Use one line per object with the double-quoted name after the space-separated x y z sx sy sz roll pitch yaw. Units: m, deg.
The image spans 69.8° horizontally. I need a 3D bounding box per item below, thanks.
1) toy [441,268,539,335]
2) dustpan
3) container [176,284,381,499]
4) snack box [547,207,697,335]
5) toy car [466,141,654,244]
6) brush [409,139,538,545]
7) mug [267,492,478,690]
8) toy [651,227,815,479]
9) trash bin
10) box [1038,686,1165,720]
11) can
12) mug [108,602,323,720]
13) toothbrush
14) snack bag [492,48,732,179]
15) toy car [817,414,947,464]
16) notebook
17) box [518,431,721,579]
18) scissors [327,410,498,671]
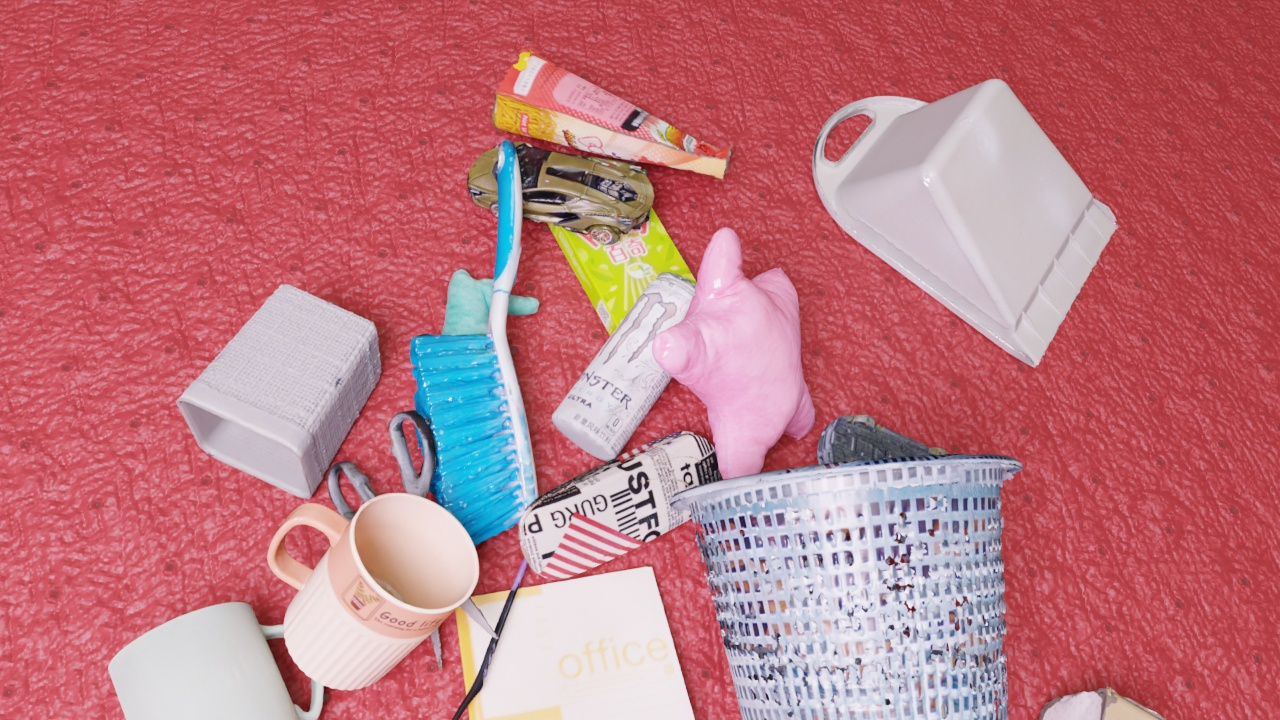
-0.130 -0.031 0.731 0.096 0.030 0.091 5 65 -11 "toy"
0.298 -0.151 0.886 0.258 0.143 0.222 50 61 -17 "dustpan"
-0.246 0.019 0.650 0.090 0.090 0.114 24 58 2 "container"
-0.018 -0.095 0.787 0.085 0.026 0.156 -20 68 -21 "snack box"
-0.067 -0.144 0.766 0.158 0.042 0.070 10 61 1 "toy car"
-0.120 -0.019 0.685 0.109 0.061 0.314 -8 78 -22 "brush"
-0.176 0.137 0.569 0.114 0.106 0.081 35 31 -14 "mug"
0.084 -0.002 0.689 0.075 0.195 0.178 -1 44 39 "toy"
0.139 0.173 0.585 0.226 0.227 0.195 -2 76 -12 "trash bin"
0.287 0.311 0.596 0.060 0.090 0.183 27 63 3 "box"
-0.004 0.004 0.704 0.058 0.058 0.146 34 73 8 "can"
-0.245 0.209 0.558 0.111 0.082 0.106 -14 63 -45 "mug"
-0.098 0.194 0.602 0.017 0.014 0.188 21 49 0 "toothbrush"
-0.019 -0.208 0.813 0.208 0.073 0.128 20 20 2 "snack bag"
0.198 0.084 0.729 0.120 0.037 0.054 21 59 -11 "toy car"
-0.036 0.236 0.592 0.145 0.010 0.206 -6 50 -14 "notebook"
-0.010 0.104 0.659 0.164 0.070 0.055 -26 35 -24 "box"
-0.155 0.117 0.625 0.178 0.014 0.159 19 100 26 "scissors"
